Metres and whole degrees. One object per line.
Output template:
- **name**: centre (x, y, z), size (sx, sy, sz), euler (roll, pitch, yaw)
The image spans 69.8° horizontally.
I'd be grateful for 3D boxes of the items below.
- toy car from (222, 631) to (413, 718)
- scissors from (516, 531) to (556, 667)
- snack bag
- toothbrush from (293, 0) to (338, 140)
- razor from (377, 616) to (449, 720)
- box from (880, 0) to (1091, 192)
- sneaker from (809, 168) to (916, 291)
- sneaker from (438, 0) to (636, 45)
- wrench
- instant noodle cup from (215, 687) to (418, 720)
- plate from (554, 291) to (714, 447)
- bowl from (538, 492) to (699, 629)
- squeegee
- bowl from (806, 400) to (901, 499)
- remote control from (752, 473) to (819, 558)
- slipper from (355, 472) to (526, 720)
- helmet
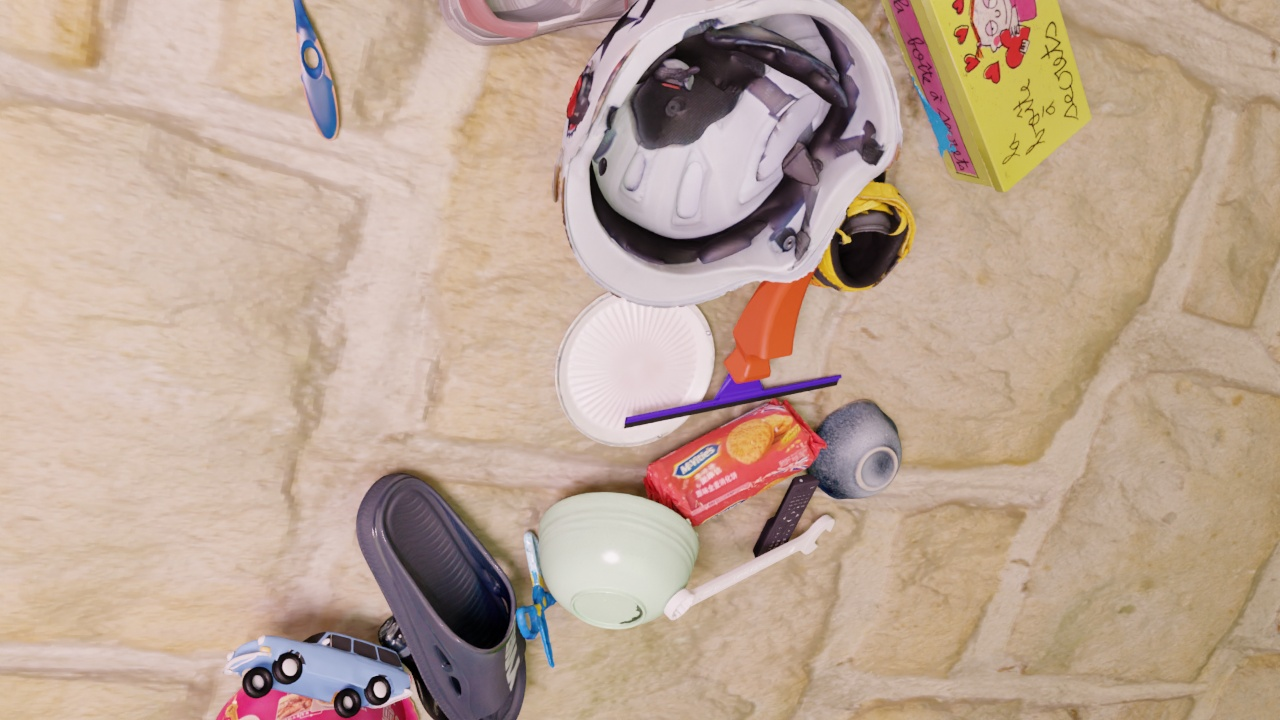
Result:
- **toy car**: centre (-0.261, 0.253, 0.755), size (0.056, 0.054, 0.153), euler (-30, 136, 30)
- **scissors**: centre (-0.094, 0.218, 0.841), size (0.014, 0.125, 0.130), euler (-9, 78, 9)
- **snack bag**: centre (0.086, 0.100, 0.880), size (0.176, 0.082, 0.082), euler (-25, 117, -13)
- **toothbrush**: centre (-0.237, -0.225, 0.656), size (0.021, 0.017, 0.135), euler (-14, 113, -16)
- **razor**: centre (-0.199, 0.283, 0.846), size (0.064, 0.052, 0.141), euler (-1, 121, 16)
- **box**: centre (0.314, -0.278, 0.832), size (0.124, 0.082, 0.221), euler (-37, 118, -7)
- **sneaker**: centre (0.173, -0.170, 0.789), size (0.086, 0.122, 0.239), euler (-11, 114, -21)
- **sneaker**: centre (-0.029, -0.293, 0.676), size (0.236, 0.089, 0.099), euler (-25, 117, -13)
- **wrench**: centre (0.114, 0.200, 0.897), size (0.272, 0.009, 0.047), euler (-10, 132, -48)
- **instant noodle cup**: centre (-0.289, 0.360, 0.817), size (0.178, 0.078, 0.179), euler (-8, 111, -20)
- **plate**: centre (-0.005, 0.005, 0.840), size (0.156, 0.014, 0.157), euler (-8, 112, -21)
- **bowl**: centre (-0.024, 0.191, 0.825), size (0.151, 0.076, 0.151), euler (5, 137, 4)
- **squeegee**: centre (0.113, -0.027, 0.825), size (0.249, 0.055, 0.185), euler (-9, 144, -28)
- **bowl**: centre (0.231, 0.101, 0.952), size (0.110, 0.055, 0.110), euler (-7, 111, -19)
- **remote control**: centre (0.145, 0.159, 0.925), size (0.032, 0.015, 0.137), euler (-9, 140, -21)
- **slipper**: centre (-0.147, 0.211, 0.797), size (0.083, 0.110, 0.268), euler (-10, 115, 28)
- **helmet**: centre (0.049, -0.179, 0.707), size (0.236, 0.163, 0.265), euler (23, 122, -30)
